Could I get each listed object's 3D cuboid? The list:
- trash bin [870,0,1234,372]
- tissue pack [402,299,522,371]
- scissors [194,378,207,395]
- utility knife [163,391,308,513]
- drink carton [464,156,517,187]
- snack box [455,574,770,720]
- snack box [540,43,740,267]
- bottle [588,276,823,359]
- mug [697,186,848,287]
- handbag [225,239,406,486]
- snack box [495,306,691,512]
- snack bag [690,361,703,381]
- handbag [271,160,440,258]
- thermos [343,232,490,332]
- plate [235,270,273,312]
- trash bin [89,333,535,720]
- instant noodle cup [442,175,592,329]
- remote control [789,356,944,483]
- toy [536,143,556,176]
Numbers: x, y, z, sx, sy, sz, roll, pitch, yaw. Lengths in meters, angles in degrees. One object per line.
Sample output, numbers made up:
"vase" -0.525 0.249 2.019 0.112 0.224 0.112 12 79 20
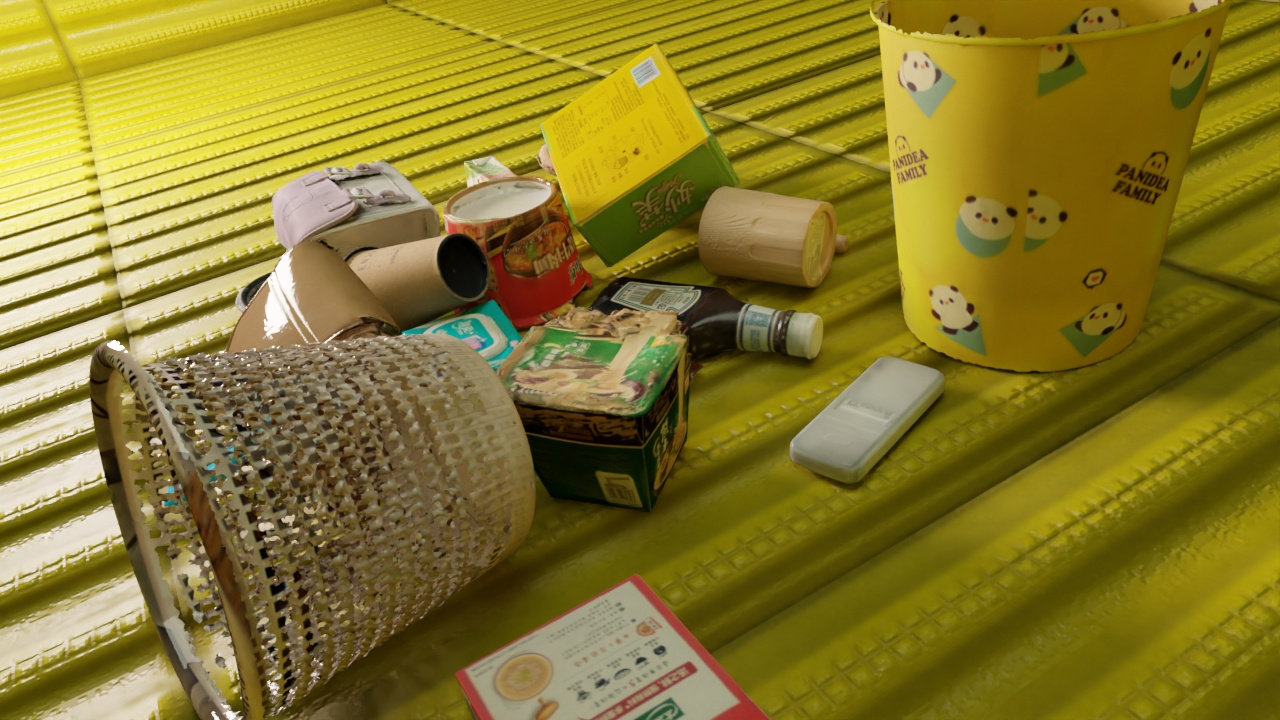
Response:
"trash bin" 0.291 -0.146 0.686 0.230 0.256 0.229 -7 32 4
"tissue pack" -0.146 -0.001 0.772 0.093 0.050 0.133 -22 33 -17
"scissors" -0.340 -0.017 0.883 0.189 0.015 0.225 8 32 24
"utility knife" -0.288 0.065 0.651 0.188 0.018 0.034 -30 37 32
"drink carton" -0.171 -0.203 1.097 0.045 0.054 0.122 -17 32 -19
"snack box" -0.014 0.180 0.455 0.113 0.044 0.127 -24 33 -22
"snack box" -0.008 -0.214 0.941 0.158 0.070 0.209 -32 44 11
"bottle" 0.055 -0.032 0.774 0.195 0.044 0.079 9 37 26
"mug" 0.128 -0.115 0.864 0.104 0.084 0.124 14 12 31
"handbag" -0.248 0.003 0.717 0.099 0.148 0.204 21 14 -44
"snack box" -0.023 0.038 0.625 0.118 0.106 0.117 4 37 24
"snack bag" -0.004 0.004 0.747 0.105 0.026 0.045 9 27 26
"handbag" -0.301 -0.143 0.963 0.144 0.098 0.197 -18 30 -21
"thermos" -0.208 -0.069 0.829 0.144 0.093 0.092 -12 25 37
"plate" -0.316 -0.067 0.937 0.179 0.024 0.179 0 26 0
"trash bin" -0.178 0.077 0.530 0.191 0.228 0.228 -19 31 -38
"instant noodle cup" -0.126 -0.107 0.881 0.138 0.109 0.137 -8 32 5
"remote control" 0.162 0.040 0.650 0.056 0.020 0.135 20 42 37
"toy" -0.021 -0.229 1.071 0.143 0.082 0.226 -35 38 -29
